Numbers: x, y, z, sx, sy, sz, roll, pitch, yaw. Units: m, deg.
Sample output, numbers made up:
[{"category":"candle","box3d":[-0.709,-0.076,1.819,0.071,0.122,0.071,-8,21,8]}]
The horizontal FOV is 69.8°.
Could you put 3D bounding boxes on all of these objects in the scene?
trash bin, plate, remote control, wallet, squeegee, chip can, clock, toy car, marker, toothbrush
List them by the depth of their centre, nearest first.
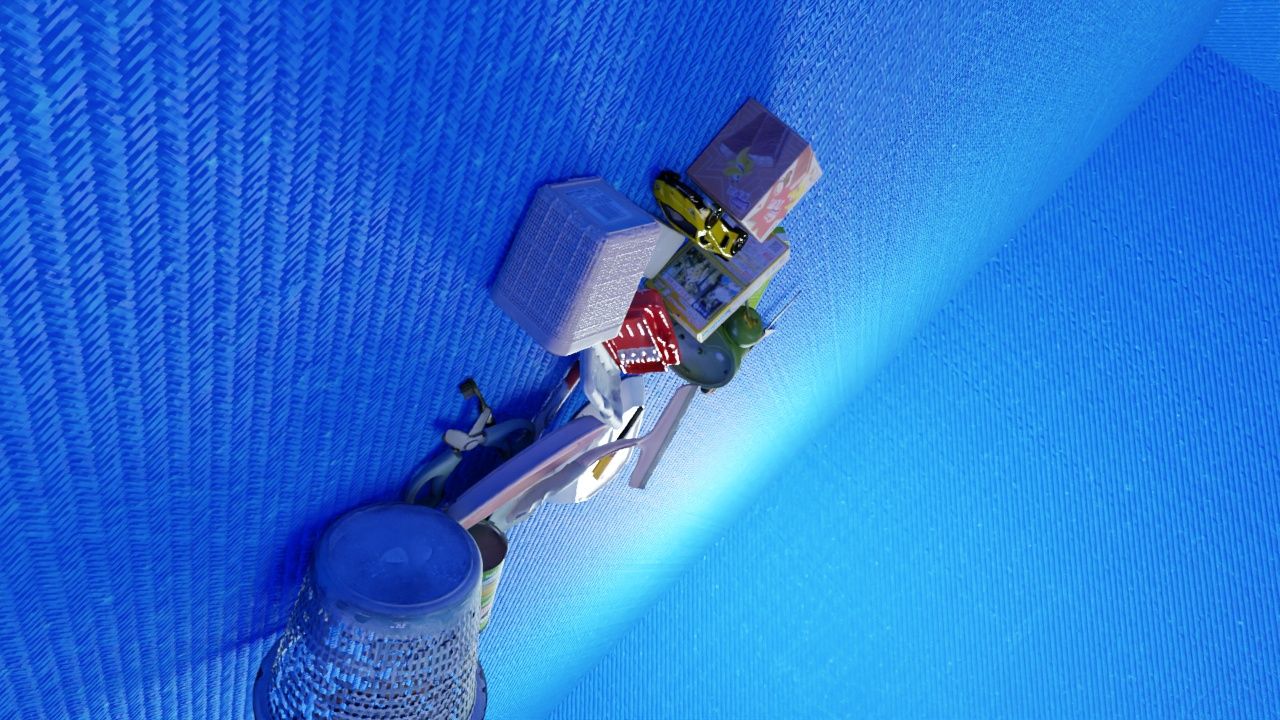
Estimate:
[{"category":"trash bin","box3d":[-0.240,0.251,0.871,0.225,0.226,0.195,-23,139,-50]},{"category":"toy car","box3d":[0.053,-0.136,0.871,0.041,0.071,0.155,-52,159,5]},{"category":"remote control","box3d":[-0.003,-0.113,0.873,0.058,0.021,0.150,-49,162,11]},{"category":"toothbrush","box3d":[-0.156,0.059,0.921,0.017,0.012,0.186,-35,160,-13]},{"category":"plate","box3d":[-0.135,0.127,1.001,0.229,0.028,0.229,-34,175,-4]},{"category":"marker","box3d":[-0.104,0.058,1.027,0.145,0.017,0.017,-53,161,21]},{"category":"clock","box3d":[0.080,-0.037,1.075,0.056,0.116,0.162,-47,169,-36]},{"category":"squeegee","box3d":[-0.065,0.132,1.118,0.248,0.040,0.248,-24,154,-34]},{"category":"chip can","box3d":[-0.215,0.280,1.158,0.072,0.072,0.237,-34,160,-32]},{"category":"wallet","box3d":[-0.164,0.188,1.174,0.097,0.019,0.121,-26,155,-42]},{"category":"marker","box3d":[-0.029,0.107,1.185,0.018,0.015,0.124,-11,139,-58]},{"category":"plate","box3d":[-0.054,0.119,1.237,0.161,0.034,0.266,-36,160,-28]}]

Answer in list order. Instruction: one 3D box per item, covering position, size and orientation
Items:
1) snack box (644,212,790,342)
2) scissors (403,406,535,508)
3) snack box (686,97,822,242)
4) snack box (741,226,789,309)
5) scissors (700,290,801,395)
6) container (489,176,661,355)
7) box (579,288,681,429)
[{"category":"snack box","box3d":[0.083,-0.097,0.992,0.140,0.087,0.034,-43,161,-9]},{"category":"scissors","box3d":[-0.182,0.105,0.929,0.181,0.019,0.170,-39,162,5]},{"category":"snack box","box3d":[0.113,-0.182,0.891,0.094,0.077,0.092,-48,162,8]},{"category":"snack box","box3d":[0.113,-0.098,1.101,0.085,0.026,0.157,-6,146,-19]},{"category":"scissors","box3d":[0.171,-0.032,1.442,0.234,0.021,0.221,-47,167,4]},{"category":"container","box3d":[-0.050,-0.080,0.738,0.090,0.090,0.111,-23,147,-50]},{"category":"box","box3d":[-0.009,0.007,0.988,0.102,0.100,0.201,-8,163,6]}]
